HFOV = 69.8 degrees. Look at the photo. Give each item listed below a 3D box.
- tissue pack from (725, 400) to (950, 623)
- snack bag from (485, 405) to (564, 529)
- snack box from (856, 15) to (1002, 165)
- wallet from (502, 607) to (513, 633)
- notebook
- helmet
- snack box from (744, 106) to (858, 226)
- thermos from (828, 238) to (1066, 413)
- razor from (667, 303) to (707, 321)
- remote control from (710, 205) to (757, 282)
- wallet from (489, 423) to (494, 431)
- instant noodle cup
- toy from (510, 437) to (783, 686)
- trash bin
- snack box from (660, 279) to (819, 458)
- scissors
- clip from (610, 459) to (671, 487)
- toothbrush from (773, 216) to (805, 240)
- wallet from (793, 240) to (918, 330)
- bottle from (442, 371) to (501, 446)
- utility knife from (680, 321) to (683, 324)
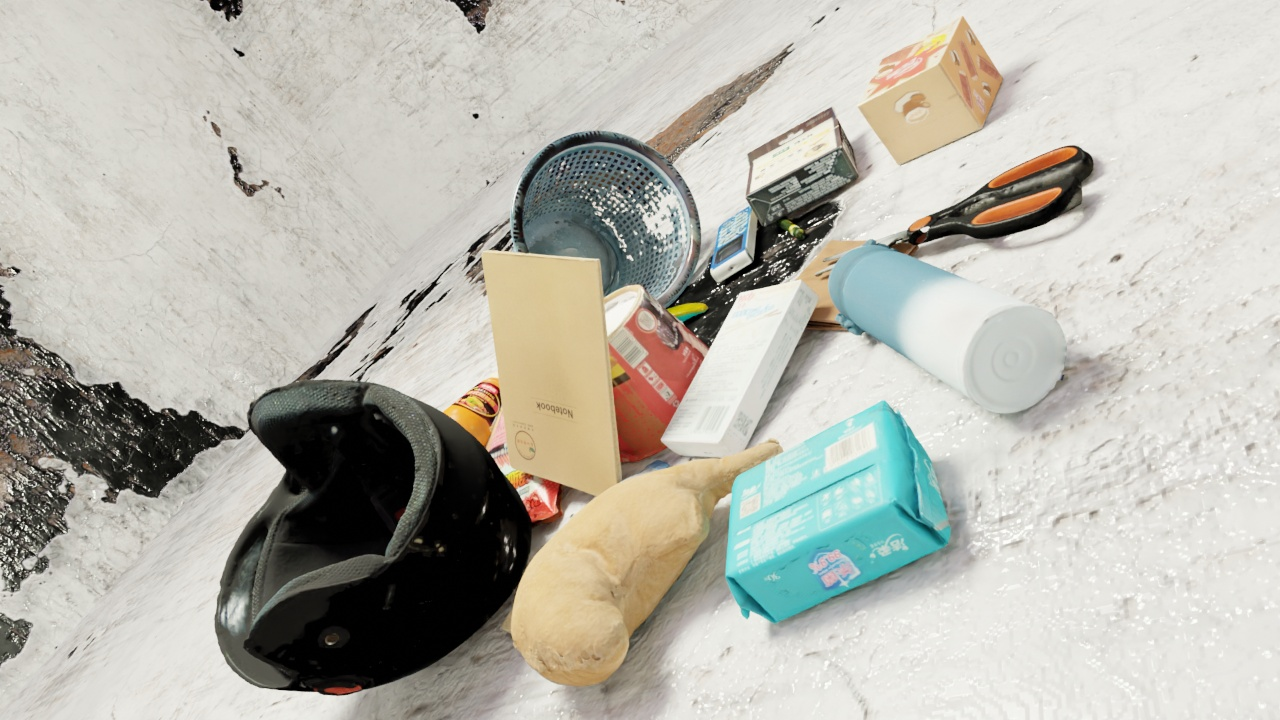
[{"bbox_3d":[0.107,0.090,0.534,0.134,0.050,0.093,-32,24,28],"label":"tissue pack"},{"bbox_3d":[-0.111,0.081,0.914,0.129,0.073,0.207,-14,47,32],"label":"snack bag"},{"bbox_3d":[0.279,-0.259,0.884,0.093,0.077,0.094,-18,31,48],"label":"snack box"},{"bbox_3d":[-0.061,0.169,0.725,0.087,0.024,0.115,-14,36,55],"label":"wallet"},{"bbox_3d":[-0.077,0.011,0.789,0.148,0.208,0.008,11,22,42],"label":"notebook"},{"bbox_3d":[-0.231,0.157,0.773,0.275,0.230,0.233,-40,44,23],"label":"helmet"},{"bbox_3d":[0.174,-0.213,1.004,0.113,0.053,0.125,-25,22,22],"label":"snack box"},{"bbox_3d":[0.188,-0.030,0.610,0.070,0.070,0.220,-41,19,3],"label":"thermos"},{"bbox_3d":[0.015,-0.033,0.993,0.133,0.028,0.043,-28,21,30],"label":"razor"},{"bbox_3d":[0.107,-0.130,1.019,0.049,0.024,0.124,-32,21,27],"label":"remote control"},{"bbox_3d":[-0.113,0.059,1.037,0.107,0.031,0.132,-45,20,-11],"label":"wallet"},{"bbox_3d":[-0.005,0.005,0.829,0.138,0.108,0.137,-36,21,16],"label":"instant noodle cup"},{"bbox_3d":[0.001,0.123,0.634,0.225,0.082,0.144,-46,23,-20],"label":"toy"},{"bbox_3d":[-0.065,-0.139,1.124,0.226,0.226,0.195,-49,9,-19],"label":"trash bin"},{"bbox_3d":[0.081,0.008,0.751,0.085,0.027,0.156,-7,49,59],"label":"snack box"},{"bbox_3d":[0.243,-0.112,0.725,0.160,0.022,0.234,-42,19,-18],"label":"scissors"},{"bbox_3d":[-0.001,0.100,0.759,0.056,0.026,0.024,-38,22,-17],"label":"clip"},{"bbox_3d":[0.152,-0.159,1.012,0.017,0.012,0.185,-30,21,3],"label":"toothbrush"},{"bbox_3d":[0.169,-0.066,0.782,0.101,0.020,0.115,-47,23,-15],"label":"wallet"},{"bbox_3d":[-0.199,0.059,1.159,0.067,0.067,0.149,-27,18,36],"label":"bottle"},{"bbox_3d":[-0.024,0.013,0.913,0.202,0.034,0.018,-36,-27,-31],"label":"utility knife"}]
